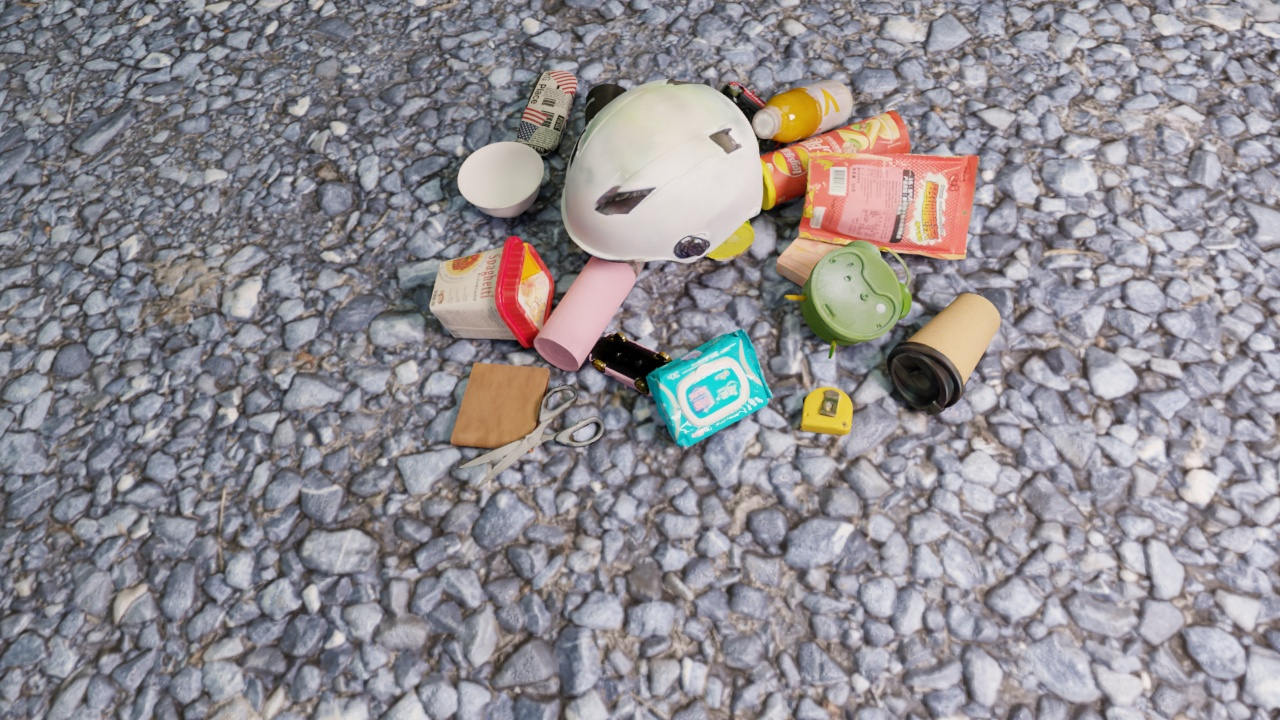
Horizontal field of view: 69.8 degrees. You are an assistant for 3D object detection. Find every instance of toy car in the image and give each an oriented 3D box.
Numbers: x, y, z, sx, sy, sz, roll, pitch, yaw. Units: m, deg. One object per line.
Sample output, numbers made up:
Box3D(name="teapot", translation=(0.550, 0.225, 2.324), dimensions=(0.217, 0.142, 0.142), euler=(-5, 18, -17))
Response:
Box3D(name="toy car", translation=(-0.007, 0.006, 1.117), dimensions=(0.122, 0.037, 0.056), euler=(26, 67, 33))
Box3D(name="toy car", translation=(0.158, -0.346, 1.296), dimensions=(0.045, 0.053, 0.120), euler=(-26, 63, -40))

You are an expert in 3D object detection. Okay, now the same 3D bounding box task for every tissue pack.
Box3D(name="tissue pack", translation=(0.081, 0.032, 1.061), dimensions=(0.133, 0.050, 0.093), euler=(-28, 100, -11))

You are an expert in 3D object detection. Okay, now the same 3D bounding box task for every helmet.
Box3D(name="helmet", translation=(0.025, -0.242, 1.101), dimensions=(0.258, 0.146, 0.229), euler=(-24, 61, -14))

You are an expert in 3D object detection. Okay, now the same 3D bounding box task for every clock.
Box3D(name="clock", translation=(0.262, -0.082, 1.108), dimensions=(0.161, 0.056, 0.116), euler=(-33, 85, -19))

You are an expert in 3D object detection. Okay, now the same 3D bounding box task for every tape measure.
Box3D(name="tape measure", translation=(0.217, 0.058, 1.064), dimensions=(0.060, 0.029, 0.057), euler=(7, 60, 10))

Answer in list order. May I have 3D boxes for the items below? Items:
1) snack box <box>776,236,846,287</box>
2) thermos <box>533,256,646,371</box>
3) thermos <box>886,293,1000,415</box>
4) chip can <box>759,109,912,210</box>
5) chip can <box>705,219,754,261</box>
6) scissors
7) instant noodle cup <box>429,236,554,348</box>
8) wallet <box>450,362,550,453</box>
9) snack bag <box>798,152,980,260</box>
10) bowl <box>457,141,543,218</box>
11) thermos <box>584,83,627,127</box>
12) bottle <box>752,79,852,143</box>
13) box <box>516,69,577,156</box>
Box3D(name="snack box", translation=(0.254, -0.152, 1.185), dimensions=(0.084, 0.026, 0.157), euler=(35, 69, 22))
Box3D(name="thermos", translation=(-0.057, -0.087, 1.147), dimensions=(0.067, 0.087, 0.198), euler=(21, 64, 23))
Box3D(name="thermos", translation=(0.354, -0.012, 1.060), dimensions=(0.093, 0.093, 0.143), euler=(35, 60, 23))
Box3D(name="chip can", translation=(0.250, -0.268, 1.221), dimensions=(0.216, 0.073, 0.073), euler=(-22, 59, -11))
Box3D(name="chip can", translation=(0.093, -0.240, 1.229), dimensions=(0.072, 0.073, 0.221), euler=(-12, 59, -1))
Box3D(name="scissors", translation=(-0.120, 0.093, 1.069), dimensions=(0.163, 0.014, 0.164), euler=(14, 56, -3))
Box3D(name="instant noodle cup", translation=(-0.187, -0.081, 1.151), dimensions=(0.124, 0.117, 0.116), euler=(-5, 59, 17))
Box3D(name="wallet", translation=(-0.168, 0.056, 1.116), dimensions=(0.101, 0.020, 0.115), euler=(6, 58, 9))
Box3D(name="snack bag", translation=(0.306, -0.196, 1.138), dimensions=(0.208, 0.073, 0.129), euler=(6, 103, 9))
Box3D(name="bowl", translation=(-0.186, -0.236, 1.263), dimensions=(0.118, 0.065, 0.118), euler=(-3, 60, 4))
Box3D(name="thermos", translation=(-0.037, -0.275, 1.259), dimensions=(0.068, 0.090, 0.242), euler=(19, 54, -31))
Box3D(name="bottle", translation=(0.216, -0.332, 1.230), dimensions=(0.068, 0.068, 0.189), euler=(37, 41, 24))
Box3D(name="box", translation=(-0.136, -0.364, 1.351), dimensions=(0.068, 0.051, 0.163), euler=(4, 58, 20))
